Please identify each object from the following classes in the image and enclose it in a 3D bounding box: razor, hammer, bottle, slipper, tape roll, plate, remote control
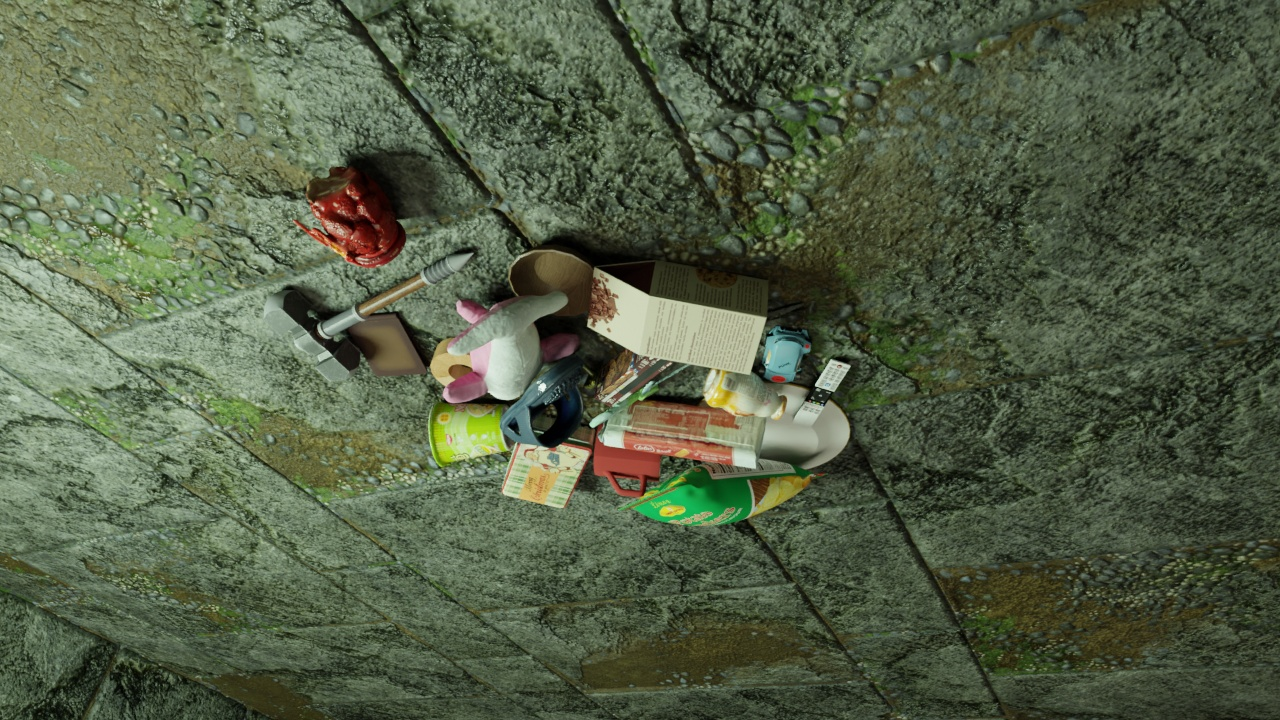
[{"bbox_3d":[-0.096,-0.009,1.242,0.106,0.042,0.026,43,135,-22],"label":"razor"},{"bbox_3d":[-0.339,-0.077,1.196,0.323,0.043,0.156,-22,124,28],"label":"hammer"},{"bbox_3d":[-0.327,-0.159,1.044,0.099,0.098,0.111,-2,147,15],"label":"bottle"},{"bbox_3d":[-0.116,0.068,1.243,0.082,0.101,0.264,51,154,3],"label":"slipper"},{"bbox_3d":[0.141,0.045,1.227,0.108,0.063,0.063,21,141,-9],"label":"bottle"},{"bbox_3d":[-0.247,0.008,1.296,0.094,0.027,0.094,6,142,5],"label":"tape roll"},{"bbox_3d":[0.187,0.107,1.332,0.230,0.021,0.230,6,142,5],"label":"plate"},{"bbox_3d":[0.241,0.044,1.231,0.028,0.011,0.124,16,130,-9],"label":"remote control"}]

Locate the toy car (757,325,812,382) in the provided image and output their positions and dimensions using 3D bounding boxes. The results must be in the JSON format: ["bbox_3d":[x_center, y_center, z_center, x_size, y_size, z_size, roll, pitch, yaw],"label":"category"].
[{"bbox_3d":[0.186,0.002,1.194,0.060,0.027,0.108,8,142,2],"label":"toy car"}]

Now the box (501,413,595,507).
[{"bbox_3d":[-0.148,0.162,1.454,0.117,0.050,0.206,18,142,-9],"label":"box"}]

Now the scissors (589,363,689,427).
[{"bbox_3d":[0.006,0.043,1.222,0.172,0.021,0.171,-28,172,-7],"label":"scissors"}]

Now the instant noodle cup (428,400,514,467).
[{"bbox_3d":[-0.250,0.104,1.374,0.108,0.098,0.099,-7,140,7],"label":"instant noodle cup"}]

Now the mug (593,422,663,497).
[{"bbox_3d":[-0.017,0.144,1.347,0.096,0.116,0.081,6,146,5],"label":"mug"}]

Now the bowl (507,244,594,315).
[{"bbox_3d":[-0.101,-0.104,1.121,0.118,0.030,0.118,6,142,5],"label":"bowl"}]

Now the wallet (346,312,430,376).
[{"bbox_3d":[-0.359,-0.023,1.294,0.092,0.018,0.116,-3,137,17],"label":"wallet"}]

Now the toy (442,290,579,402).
[{"bbox_3d":[-0.180,-0.029,1.156,0.186,0.128,0.266,-28,168,-17],"label":"toy"}]

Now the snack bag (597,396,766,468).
[{"bbox_3d":[0.060,0.099,1.282,0.225,0.077,0.041,6,141,17],"label":"snack bag"}]

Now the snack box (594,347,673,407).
[{"bbox_3d":[-0.007,0.007,1.224,0.031,0.050,0.141,28,138,-22],"label":"snack box"}]

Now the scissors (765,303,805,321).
[{"bbox_3d":[0.122,-0.051,1.154,0.132,0.012,0.170,25,140,-20],"label":"scissors"}]

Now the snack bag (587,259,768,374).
[{"bbox_3d":[0.041,-0.058,1.106,0.206,0.069,0.095,10,134,0],"label":"snack bag"}]

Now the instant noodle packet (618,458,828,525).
[{"bbox_3d":[0.119,0.195,1.355,0.252,0.090,0.196,-1,163,-24],"label":"instant noodle packet"}]
